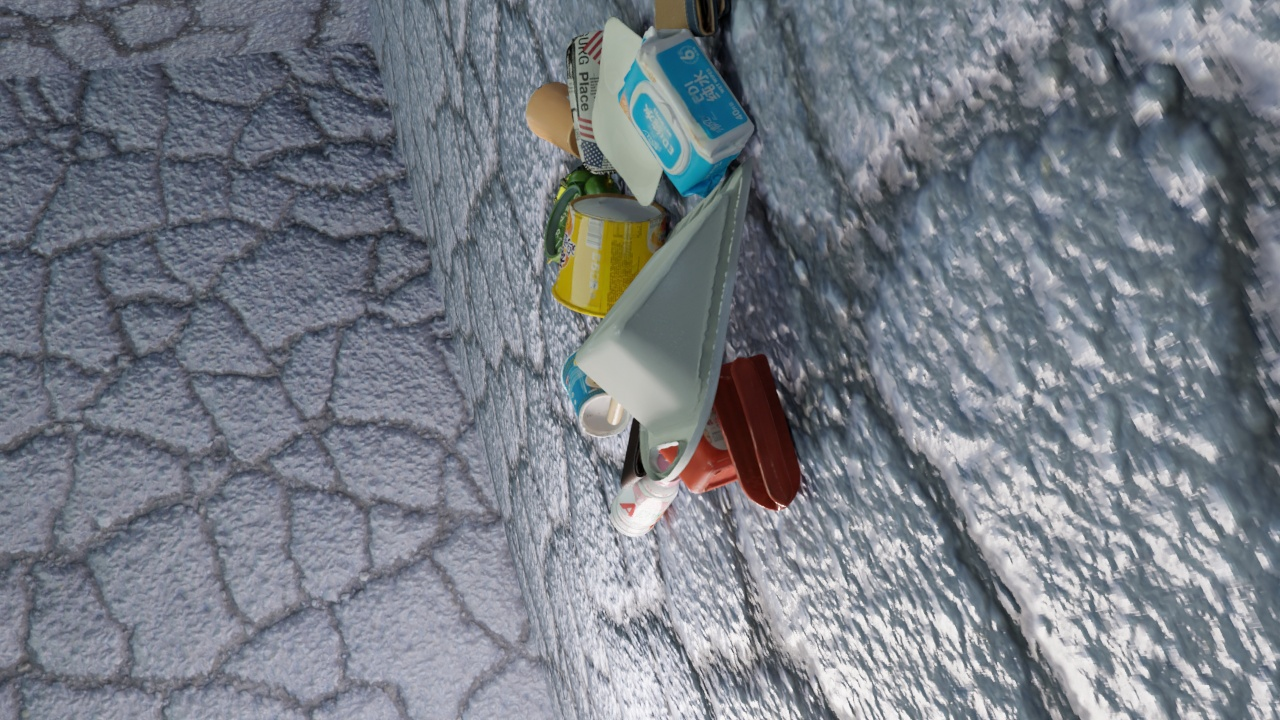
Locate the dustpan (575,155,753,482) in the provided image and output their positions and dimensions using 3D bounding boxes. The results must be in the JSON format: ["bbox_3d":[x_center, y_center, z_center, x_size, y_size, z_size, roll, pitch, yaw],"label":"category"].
[{"bbox_3d":[0.045,-0.025,0.883,0.142,0.257,0.223,41,163,-7],"label":"dustpan"}]

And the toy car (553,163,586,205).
[{"bbox_3d":[-0.089,-0.237,1.271,0.032,0.048,0.105,49,158,1],"label":"toy car"}]

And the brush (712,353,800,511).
[{"bbox_3d":[0.109,0.069,0.856,0.069,0.063,0.145,107,147,-81],"label":"brush"}]

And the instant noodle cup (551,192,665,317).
[{"bbox_3d":[-0.030,-0.124,1.045,0.138,0.138,0.110,-131,41,-55],"label":"instant noodle cup"}]

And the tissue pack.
[{"bbox_3d":[0.036,-0.222,0.829,0.140,0.063,0.090,57,158,5],"label":"tissue pack"}]

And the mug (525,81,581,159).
[{"bbox_3d":[-0.090,-0.307,1.186,0.123,0.078,0.078,46,145,49],"label":"mug"}]

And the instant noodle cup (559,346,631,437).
[{"bbox_3d":[-0.054,0.046,1.239,0.109,0.099,0.099,-110,16,-57],"label":"instant noodle cup"}]

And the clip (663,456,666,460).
[{"bbox_3d":[0.055,0.069,1.093,0.034,0.082,0.105,53,128,55],"label":"clip"}]

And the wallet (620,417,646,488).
[{"bbox_3d":[-0.004,0.105,1.138,0.122,0.020,0.096,128,154,-73],"label":"wallet"}]

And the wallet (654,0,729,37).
[{"bbox_3d":[0.041,-0.338,0.832,0.115,0.033,0.090,-143,46,-64],"label":"wallet"}]

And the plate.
[{"bbox_3d":[0.001,-0.265,0.977,0.164,0.034,0.164,57,150,34],"label":"plate"}]

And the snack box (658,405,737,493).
[{"bbox_3d":[0.073,0.083,0.931,0.080,0.091,0.082,58,145,27],"label":"snack box"}]

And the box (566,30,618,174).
[{"bbox_3d":[-0.042,-0.301,1.077,0.088,0.076,0.163,12,112,46],"label":"box"}]

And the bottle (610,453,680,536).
[{"bbox_3d":[0.011,0.176,1.222,0.197,0.068,0.068,118,136,-59],"label":"bottle"}]

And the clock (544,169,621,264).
[{"bbox_3d":[-0.071,-0.185,1.179,0.116,0.056,0.161,39,108,60],"label":"clock"}]

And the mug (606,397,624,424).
[{"bbox_3d":[-0.006,0.006,1.087,0.104,0.084,0.124,106,-173,-60],"label":"mug"}]
